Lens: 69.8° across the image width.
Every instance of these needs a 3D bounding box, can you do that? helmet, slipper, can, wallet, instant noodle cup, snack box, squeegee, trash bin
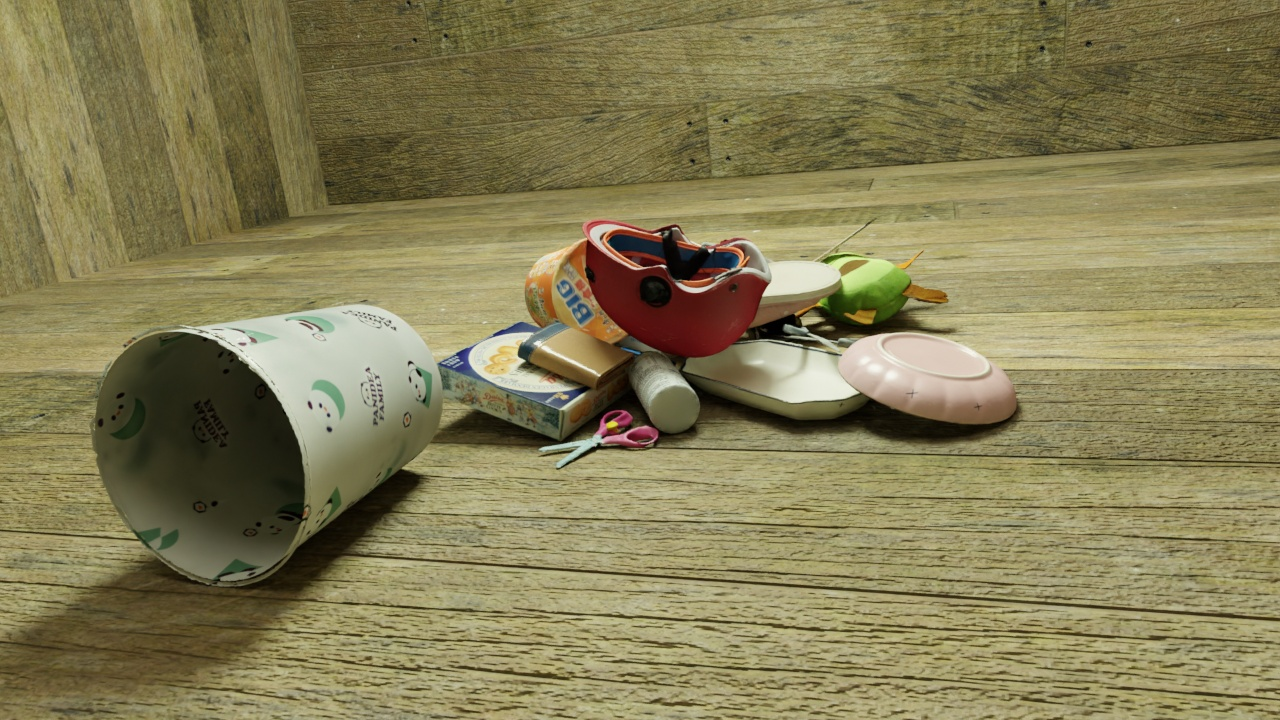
[{"bbox_3d":[0.036,-0.084,1.145,0.240,0.144,0.206,11,23,0],"label":"helmet"},{"bbox_3d":[0.149,-0.086,1.287,0.274,0.054,0.114,-10,31,-6],"label":"slipper"},{"bbox_3d":[0.025,0.034,1.069,0.058,0.058,0.146,-9,18,-8],"label":"can"},{"bbox_3d":[-0.076,-0.006,1.096,0.115,0.033,0.090,21,30,23],"label":"wallet"},{"bbox_3d":[-0.085,-0.095,1.290,0.151,0.151,0.112,-18,13,-33],"label":"instant noodle cup"},{"bbox_3d":[-0.125,0.019,1.121,0.183,0.046,0.177,18,26,22],"label":"snack box"},{"bbox_3d":[0.185,-0.145,1.348,0.249,0.040,0.248,3,-27,-39],"label":"squeegee"},{"bbox_3d":[-0.331,0.056,0.880,0.230,0.230,0.251,0,13,20],"label":"trash bin"},{"bbox_3d":[0.003,-0.039,1.311,0.053,0.053,0.135,-19,22,-35],"label":"can"}]

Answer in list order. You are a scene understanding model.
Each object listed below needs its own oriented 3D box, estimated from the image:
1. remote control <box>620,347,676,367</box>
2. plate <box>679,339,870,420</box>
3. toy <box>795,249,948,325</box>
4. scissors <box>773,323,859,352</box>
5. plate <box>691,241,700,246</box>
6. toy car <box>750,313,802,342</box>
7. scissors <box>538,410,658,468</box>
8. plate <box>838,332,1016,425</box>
[{"bbox_3d":[-0.007,0.007,1.220,0.048,0.024,0.125,-19,23,-35],"label":"remote control"},{"bbox_3d":[0.166,0.023,1.094,0.161,0.034,0.266,-19,21,-36],"label":"plate"},{"bbox_3d":[0.323,-0.105,1.343,0.227,0.090,0.246,-23,20,-8],"label":"toy"},{"bbox_3d":[0.233,-0.025,1.174,0.159,0.014,0.178,9,10,-9],"label":"scissors"},{"bbox_3d":[0.060,-0.128,1.401,0.204,0.046,0.204,16,36,-13],"label":"plate"},{"bbox_3d":[0.186,-0.058,1.324,0.070,0.042,0.158,-10,29,-4],"label":"toy car"},{"bbox_3d":[-0.040,0.088,0.998,0.118,0.017,0.133,12,30,36],"label":"scissors"},{"bbox_3d":[0.315,0.009,1.001,0.192,0.039,0.192,7,23,-3],"label":"plate"}]
